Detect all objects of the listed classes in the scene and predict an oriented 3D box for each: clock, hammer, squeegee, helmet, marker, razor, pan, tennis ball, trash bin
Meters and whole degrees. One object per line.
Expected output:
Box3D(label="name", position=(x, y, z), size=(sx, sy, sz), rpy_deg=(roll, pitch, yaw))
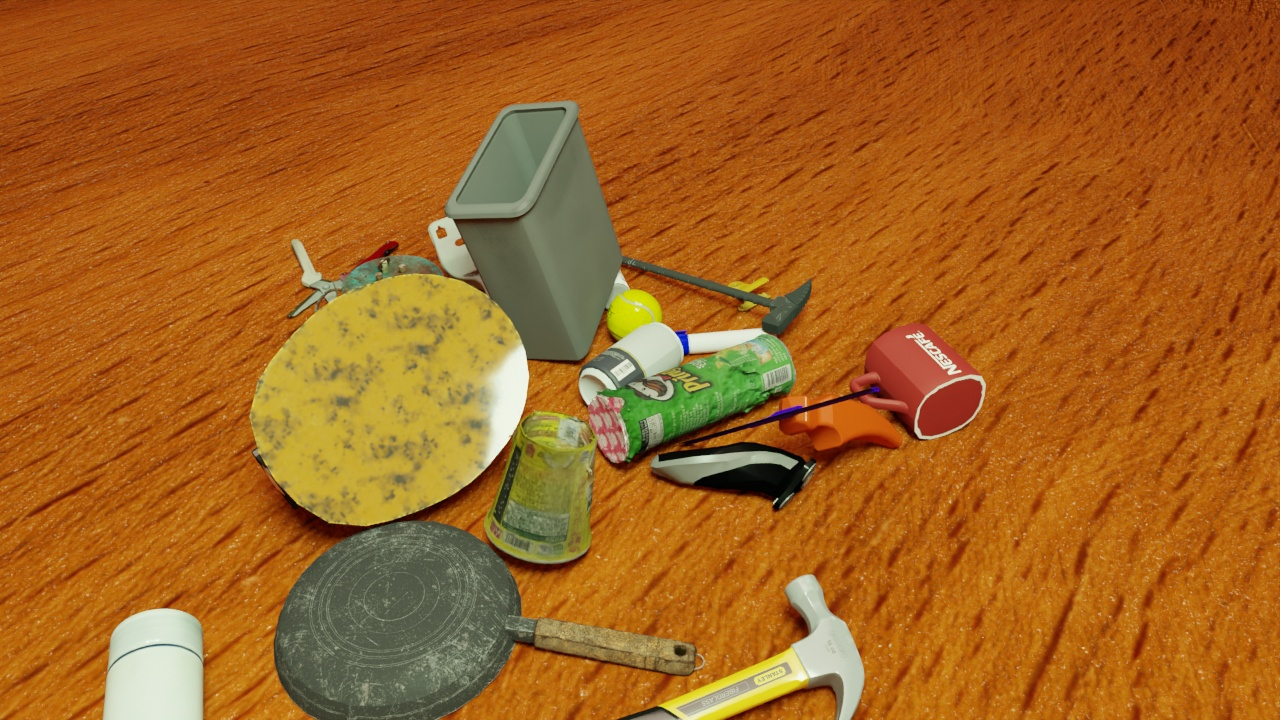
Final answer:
Box3D(label="clock", position=(-0.307, -0.075, 1.088), size=(0.157, 0.073, 0.121), rpy_deg=(0, 38, 0))
Box3D(label="hammer", position=(0.059, -0.108, 1.158), size=(0.325, 0.015, 0.094), rpy_deg=(20, 50, 33))
Box3D(label="squeegee", position=(0.188, 0.060, 0.894), size=(0.184, 0.250, 0.055), rpy_deg=(15, 67, -32))
Box3D(label="helmet", position=(-0.241, 0.040, 0.882), size=(0.254, 0.205, 0.132), rpy_deg=(-37, 7, -24))
Box3D(label="marker", position=(0.091, -0.024, 1.067), size=(0.133, 0.023, 0.027), rpy_deg=(-5, 80, -8))
Box3D(label="razor", position=(0.088, 0.104, 0.885), size=(0.156, 0.057, 0.060), rpy_deg=(10, 71, 11))
Box3D(label="pan", position=(-0.125, 0.214, 0.750), size=(0.357, 0.040, 0.207), rpy_deg=(5, 38, 7))
Box3D(label="tennis ball", position=(-0.007, -0.049, 1.066), size=(0.065, 0.065, 0.065), rpy_deg=(1, 38, -1))
Box3D(label="trash bin", position=(-0.106, -0.140, 1.021), size=(0.098, 0.220, 0.191), rpy_deg=(2, 49, 19))
Box3D(label="hammer", position=(0.019, 0.267, 0.678), size=(0.323, 0.029, 0.127), rpy_deg=(-17, 53, -16))

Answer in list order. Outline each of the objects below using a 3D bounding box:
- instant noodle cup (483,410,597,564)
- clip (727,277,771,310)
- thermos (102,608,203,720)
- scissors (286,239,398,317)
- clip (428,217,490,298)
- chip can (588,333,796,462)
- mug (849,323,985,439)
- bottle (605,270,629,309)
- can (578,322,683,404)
Box3D(label="instant noodle cup", position=(-0.082, 0.107, 0.811), size=(0.102, 0.108, 0.102), rpy_deg=(11, 24, -5))
Box3D(label="clip", position=(0.133, -0.089, 1.152), size=(0.054, 0.046, 0.048), rpy_deg=(-30, 72, -32))
Box3D(label="thermos", position=(-0.338, 0.280, 0.633), size=(0.067, 0.068, 0.230), rpy_deg=(-13, 40, -17))
Box3D(label="scissors", position=(-0.405, -0.116, 1.187), size=(0.179, 0.015, 0.198), rpy_deg=(22, 43, 23))
Box3D(label="clip", position=(-0.181, -0.123, 1.152), size=(0.126, 0.110, 0.150), rpy_deg=(-24, 85, -1))
Box3D(label="chip can", position=(0.058, 0.034, 0.946), size=(0.222, 0.076, 0.075), rpy_deg=(-20, 42, -29))
Box3D(label="mug", position=(0.284, 0.026, 0.966), size=(0.116, 0.081, 0.096), rpy_deg=(-18, 41, -13))
Box3D(label="bottle", position=(-0.047, -0.111, 1.166), size=(0.041, 0.041, 0.116), rpy_deg=(-9, 39, -13))
Box3D(label="can", position=(-0.006, 0.006, 0.996), size=(0.064, 0.064, 0.127), rpy_deg=(28, 45, 30))
